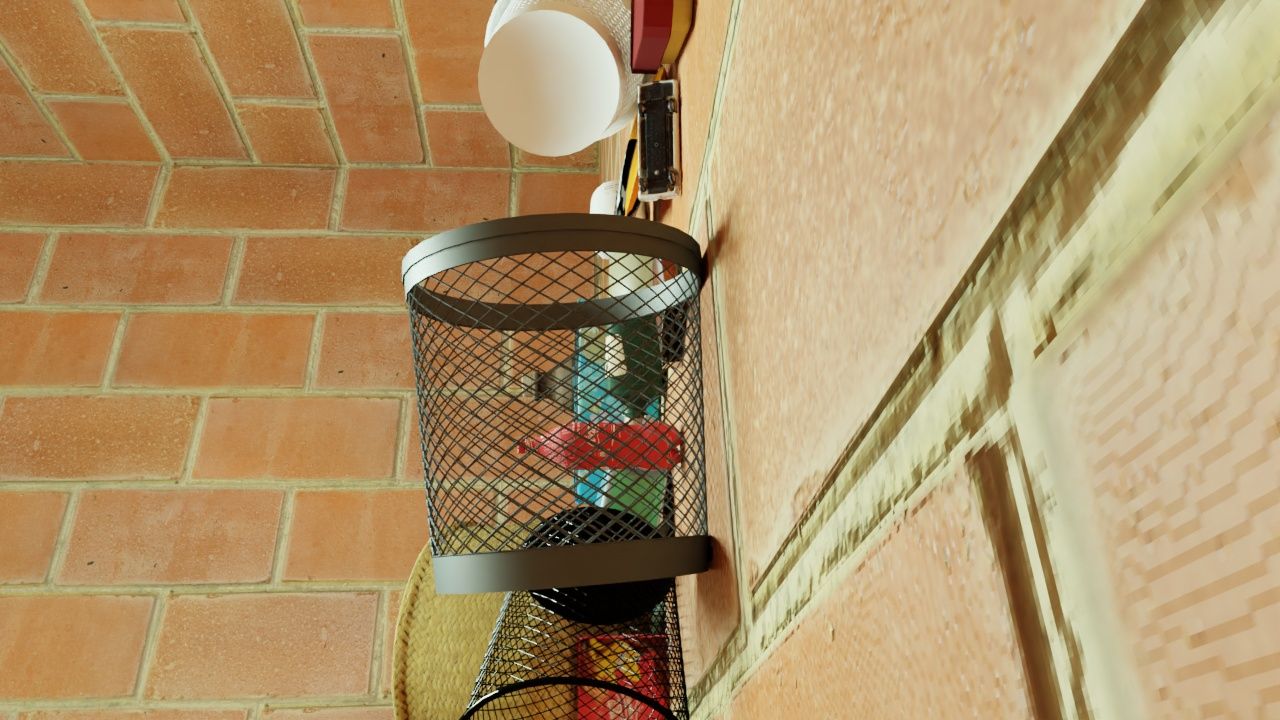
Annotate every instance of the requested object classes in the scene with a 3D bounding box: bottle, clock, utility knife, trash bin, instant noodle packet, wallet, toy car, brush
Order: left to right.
[{"bbox_3d":[-0.080,-0.299,0.940,0.199,0.195,0.196,-83,-4,-63],"label":"trash bin"},{"bbox_3d":[-0.055,0.041,0.655,0.218,0.217,0.227,109,156,-78],"label":"trash bin"},{"bbox_3d":[-0.066,0.031,1.122,0.068,0.157,0.068,178,93,-86],"label":"bottle"},{"bbox_3d":[-0.044,0.244,0.765,0.209,0.184,0.184,-85,-2,-59],"label":"trash bin"},{"bbox_3d":[-0.035,0.075,0.799,0.042,0.141,0.042,178,93,-86],"label":"bottle"},{"bbox_3d":[-0.006,0.006,0.952,0.061,0.061,0.131,-100,11,-81],"label":"bottle"},{"bbox_3d":[-0.005,0.135,0.915,0.122,0.075,0.161,119,164,-83],"label":"clock"},{"bbox_3d":[-0.002,-0.217,1.006,0.221,0.032,0.160,171,113,-86],"label":"instant noodle packet"},{"bbox_3d":[0.018,0.268,0.954,0.022,0.015,0.126,-93,8,-55],"label":"utility knife"},{"bbox_3d":[0.017,-0.305,0.798,0.173,0.042,0.082,-133,44,-84],"label":"brush"},{"bbox_3d":[0.018,-0.198,0.836,0.039,0.039,0.113,28,-121,-71],"label":"toy car"},{"bbox_3d":[0.024,-0.054,0.834,0.122,0.019,0.072,-96,7,-55],"label":"wallet"}]

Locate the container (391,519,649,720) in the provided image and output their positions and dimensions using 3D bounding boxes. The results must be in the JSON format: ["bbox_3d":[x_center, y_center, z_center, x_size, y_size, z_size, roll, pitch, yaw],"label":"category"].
[{"bbox_3d":[-0.115,0.334,1.023,0.306,0.197,0.307,-3,-90,-67],"label":"container"}]

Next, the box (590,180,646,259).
[{"bbox_3d":[-0.032,-0.168,1.234,0.140,0.083,0.142,-93,-1,-53],"label":"box"}]

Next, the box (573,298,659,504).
[{"bbox_3d":[-0.026,0.044,1.011,0.041,0.094,0.226,101,169,-79],"label":"box"}]

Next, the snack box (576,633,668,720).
[{"bbox_3d":[-0.017,0.336,0.895,0.021,0.089,0.133,123,147,-77],"label":"snack box"}]

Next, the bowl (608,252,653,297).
[{"bbox_3d":[-0.012,-0.083,1.124,0.152,0.050,0.152,178,92,-86],"label":"bowl"}]
